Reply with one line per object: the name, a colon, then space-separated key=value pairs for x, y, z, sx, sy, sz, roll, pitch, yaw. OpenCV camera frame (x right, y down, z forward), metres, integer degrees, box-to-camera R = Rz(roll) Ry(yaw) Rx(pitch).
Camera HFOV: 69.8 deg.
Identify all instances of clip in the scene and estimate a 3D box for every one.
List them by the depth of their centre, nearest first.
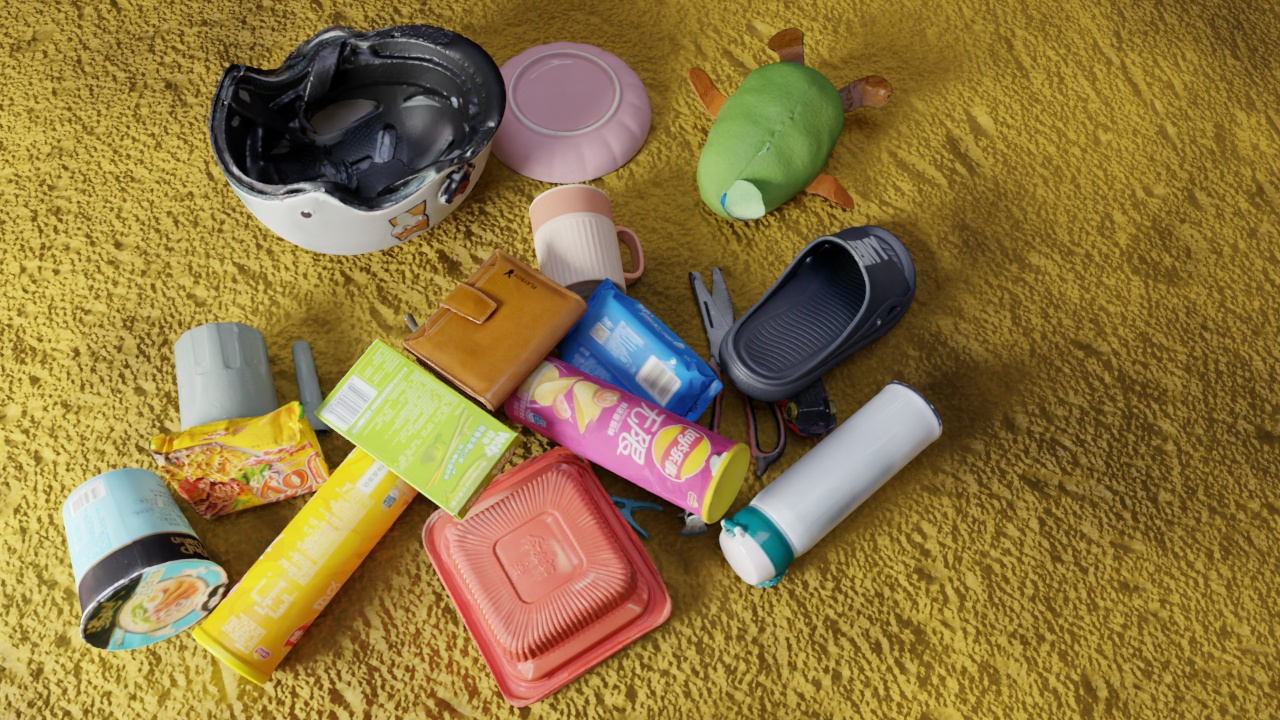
clip: x=0.048 y=0.138 z=0.801 sx=0.026 sy=0.058 sz=0.042 roll=-1 pitch=66 yaw=-7
clip: x=-0.010 y=0.135 z=0.826 sx=0.054 sy=0.013 sz=0.032 roll=25 pitch=66 yaw=9

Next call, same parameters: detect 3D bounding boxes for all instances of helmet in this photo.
helmet: x=-0.266 y=-0.200 z=0.903 sx=0.273 sy=0.157 sz=0.230 roll=-32 pitch=67 yaw=-27

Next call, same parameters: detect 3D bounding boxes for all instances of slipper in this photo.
slipper: x=0.184 y=-0.061 z=0.870 sx=0.110 sy=0.083 sz=0.267 roll=43 pitch=58 yaw=15

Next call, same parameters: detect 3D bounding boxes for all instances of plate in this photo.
plate: x=-0.083 y=-0.284 z=1.011 sx=0.192 sy=0.039 sz=0.192 roll=1 pitch=64 yaw=-1

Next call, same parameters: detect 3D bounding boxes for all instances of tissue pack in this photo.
tissue pack: x=-0.005 y=0.005 z=0.849 sx=0.157 sy=0.052 sz=0.095 roll=43 pitch=110 yaw=16

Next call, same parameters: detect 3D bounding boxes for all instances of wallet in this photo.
wallet: x=-0.132 y=-0.031 z=0.808 sx=0.119 sy=0.035 sz=0.130 roll=33 pitch=66 yaw=15

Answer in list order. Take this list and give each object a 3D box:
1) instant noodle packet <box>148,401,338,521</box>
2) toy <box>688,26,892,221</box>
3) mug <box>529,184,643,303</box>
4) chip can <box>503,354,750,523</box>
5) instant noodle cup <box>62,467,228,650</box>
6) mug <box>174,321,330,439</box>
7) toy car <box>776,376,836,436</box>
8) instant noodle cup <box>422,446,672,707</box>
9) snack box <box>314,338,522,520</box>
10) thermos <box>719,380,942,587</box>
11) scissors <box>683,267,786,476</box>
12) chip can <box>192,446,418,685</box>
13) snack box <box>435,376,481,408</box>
instant noodle packet: x=-0.331 y=0.088 z=0.785 sx=0.128 sy=0.111 sz=0.044 roll=-15 pitch=51 yaw=-8
toy: x=0.144 y=-0.241 z=0.970 sx=0.227 sy=0.090 sz=0.246 roll=38 pitch=72 yaw=4
mug: x=-0.048 y=-0.105 z=0.911 sx=0.114 sy=0.082 sz=0.105 roll=5 pitch=62 yaw=-33
chip can: x=-0.015 y=0.063 z=0.788 sx=0.211 sy=0.071 sz=0.071 roll=24 pitch=65 yaw=24
instant noodle cup: x=-0.419 y=0.157 z=0.761 sx=0.111 sy=0.111 sz=0.120 roll=-32 pitch=60 yaw=-16
mug: x=-0.356 y=0.028 z=0.840 sx=0.123 sy=0.084 sz=0.103 roll=-3 pitch=60 yaw=-33
toy car: x=0.150 y=0.027 z=0.869 sx=0.049 sy=0.031 sz=0.106 roll=-6 pitch=56 yaw=-17
instant noodle cup: x=-0.082 y=0.170 z=0.770 sx=0.164 sy=0.079 sz=0.188 roll=-31 pitch=70 yaw=-12
snack box: x=-0.186 y=0.056 z=0.769 sx=0.156 sy=0.026 sz=0.085 roll=32 pitch=74 yaw=15
thermos: x=0.167 y=0.111 z=0.814 sx=0.224 sy=0.073 sz=0.073 roll=-37 pitch=71 yaw=-17
scissors: x=0.073 y=0.008 z=0.887 sx=0.202 sy=0.015 sz=0.205 roll=37 pitch=69 yaw=15
chip can: x=-0.273 y=0.162 z=0.773 sx=0.072 sy=0.072 sz=0.213 roll=31 pitch=68 yaw=13
snack box: x=-0.149 y=-0.004 z=0.854 sx=0.026 sy=0.075 sz=0.153 roll=20 pitch=65 yaw=12
